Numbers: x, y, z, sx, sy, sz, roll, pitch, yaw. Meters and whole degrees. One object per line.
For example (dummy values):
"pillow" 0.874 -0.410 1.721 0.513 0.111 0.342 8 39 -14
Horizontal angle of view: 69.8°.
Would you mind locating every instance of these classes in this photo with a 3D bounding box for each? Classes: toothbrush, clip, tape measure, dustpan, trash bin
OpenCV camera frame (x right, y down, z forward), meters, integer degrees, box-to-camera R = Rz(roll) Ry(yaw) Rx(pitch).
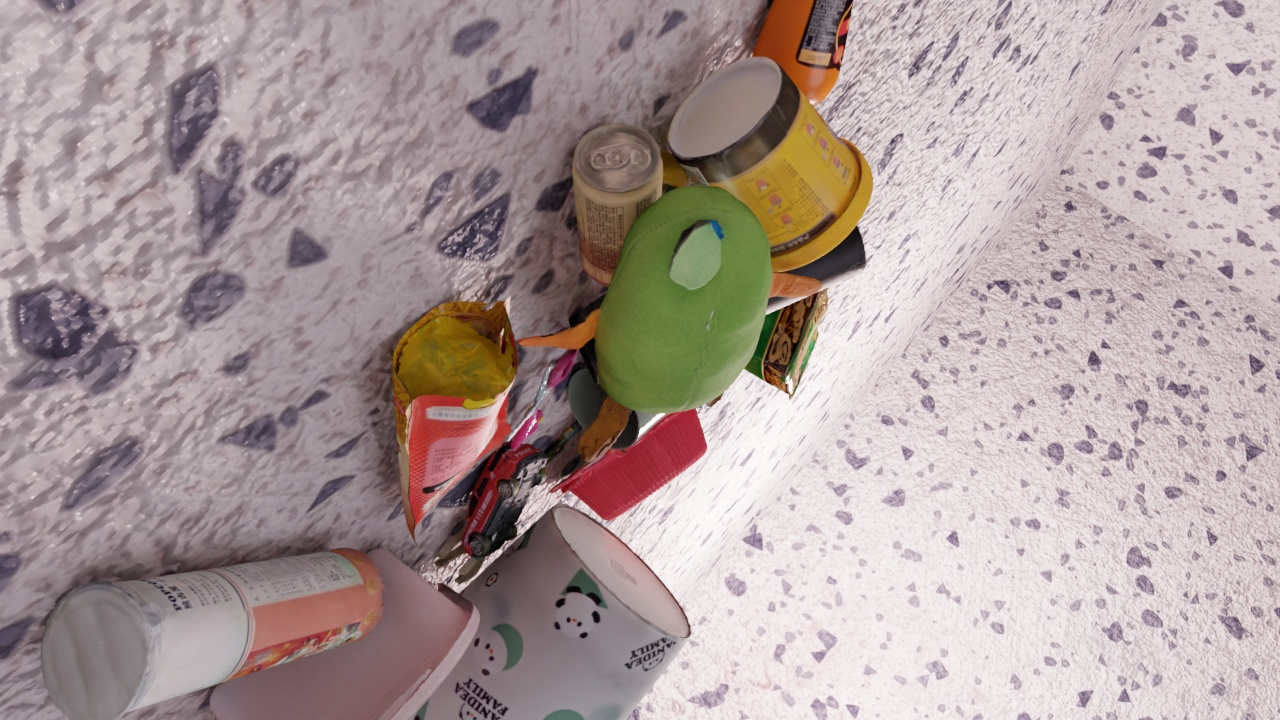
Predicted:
"toothbrush" -0.075 0.082 0.909 0.185 0.017 0.012 -44 157 -18
"clip" -0.154 0.174 0.885 0.099 0.034 0.070 -41 161 -51
"tape measure" 0.013 -0.127 0.689 0.060 0.029 0.057 -58 160 21
"dustpan" -0.222 0.275 0.744 0.222 0.139 0.274 -44 160 -21
"trash bin" -0.101 0.291 0.890 0.252 0.229 0.229 -48 162 4

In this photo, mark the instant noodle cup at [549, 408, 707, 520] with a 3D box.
"instant noodle cup" 0.001 0.106 0.964 0.194 0.066 0.194 -35 177 -2

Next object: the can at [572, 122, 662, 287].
"can" -0.015 -0.101 0.624 0.058 0.058 0.116 -44 161 -20

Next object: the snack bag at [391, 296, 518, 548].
"snack bag" -0.128 0.047 0.648 0.128 0.073 0.208 -56 172 -31

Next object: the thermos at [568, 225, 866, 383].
"thermos" 0.063 -0.060 0.745 0.242 0.068 0.090 -24 156 -8

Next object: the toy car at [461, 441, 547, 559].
"toy car" -0.126 0.125 0.825 0.052 0.045 0.121 -14 134 -58

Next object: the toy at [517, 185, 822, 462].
"toy" 0.026 -0.025 0.638 0.226 0.090 0.247 -16 148 -20

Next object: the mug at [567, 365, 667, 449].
"mug" -0.005 0.005 0.846 0.103 0.084 0.124 -36 132 -41

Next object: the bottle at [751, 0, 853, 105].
"bottle" 0.125 -0.259 0.655 0.066 0.067 0.150 -35 150 -40

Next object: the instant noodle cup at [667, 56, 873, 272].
"instant noodle cup" 0.088 -0.143 0.659 0.118 0.118 0.114 -50 129 -1

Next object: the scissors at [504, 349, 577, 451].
"scissors" -0.080 0.028 0.746 0.133 0.017 0.134 -57 177 -30

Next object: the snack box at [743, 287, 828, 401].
"snack box" 0.134 -0.034 0.997 0.117 0.106 0.118 -66 163 -11

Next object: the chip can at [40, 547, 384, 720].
"chip can" -0.246 0.159 0.566 0.071 0.071 0.214 -53 163 7
